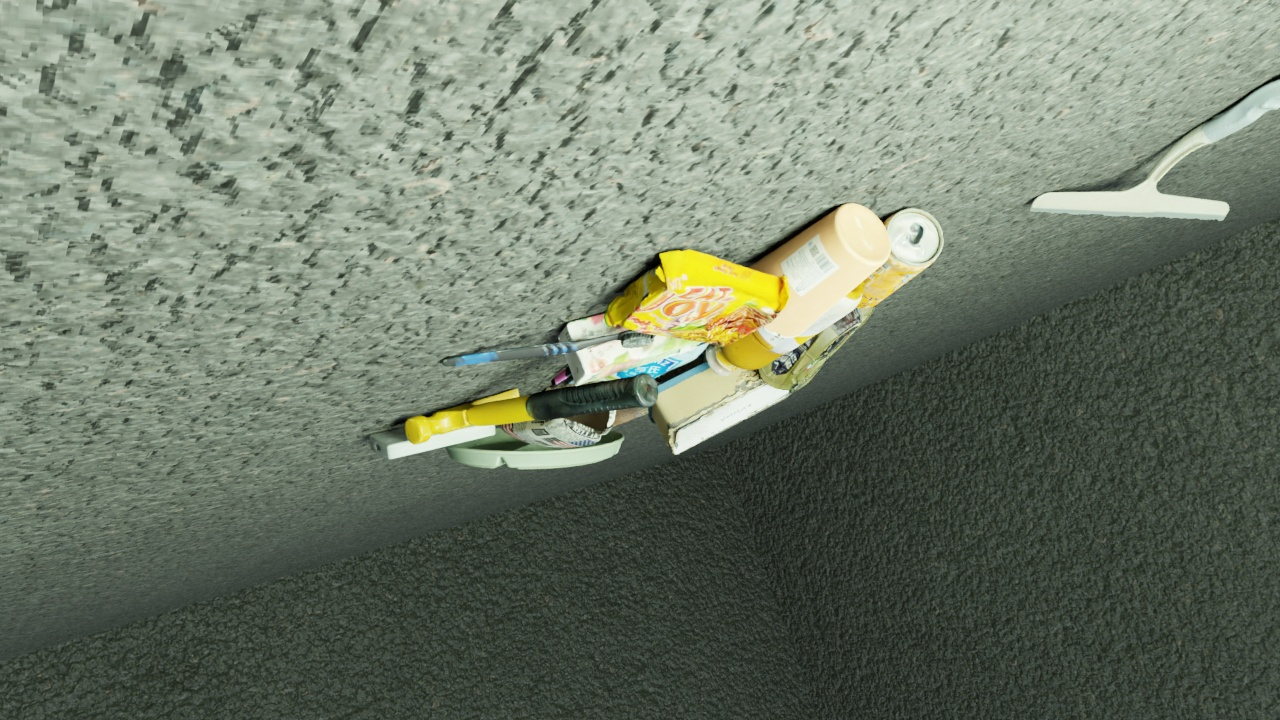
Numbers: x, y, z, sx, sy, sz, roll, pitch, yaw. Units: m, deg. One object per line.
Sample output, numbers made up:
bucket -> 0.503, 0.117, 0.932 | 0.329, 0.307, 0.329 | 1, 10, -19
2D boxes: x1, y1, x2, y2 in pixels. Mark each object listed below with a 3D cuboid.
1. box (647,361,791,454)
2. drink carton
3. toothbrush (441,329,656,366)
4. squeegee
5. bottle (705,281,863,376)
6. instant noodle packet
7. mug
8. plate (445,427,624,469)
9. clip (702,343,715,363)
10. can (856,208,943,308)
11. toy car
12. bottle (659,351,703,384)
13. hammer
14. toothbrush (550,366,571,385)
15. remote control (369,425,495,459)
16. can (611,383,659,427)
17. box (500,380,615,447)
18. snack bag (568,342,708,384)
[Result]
box -> 0.090, 0.040, 1.057 | 0.184, 0.062, 0.090 | -24, 156, -12
drink carton -> -0.009, -0.021, 0.850 | 0.122, 0.053, 0.046 | -17, 170, -20
toothbrush -> -0.080, -0.009, 0.802 | 0.189, 0.016, 0.014 | -7, 132, -1
squeegee -> 0.565, -0.219, 0.916 | 0.246, 0.039, 0.247 | 1, 160, -11
bottle -> 0.139, -0.041, 0.934 | 0.067, 0.068, 0.190 | -10, 161, -44
instant noodle packet -> 0.048, -0.048, 0.767 | 0.128, 0.044, 0.111 | 10, 153, -29
mug -> 0.152, -0.080, 0.792 | 0.078, 0.078, 0.123 | -13, 163, -35
plate -> -0.135, 0.109, 1.170 | 0.230, 0.027, 0.230 | -1, -177, 0
clip -> 0.081, -0.026, 1.046 | 0.034, 0.072, 0.100 | -18, 165, -16
can -> 0.239, -0.097, 0.897 | 0.058, 0.058, 0.146 | -18, 171, -10
toy car -> 0.188, -0.035, 0.991 | 0.158, 0.070, 0.042 | -50, -179, 13
bottle -> 0.087, 0.013, 1.198 | 0.065, 0.065, 0.218 | -23, 171, 21
hammer -> -0.104, 0.046, 0.926 | 0.302, 0.033, 0.128 | -10, -175, 42
toothbrush -> -0.060, -0.002, 0.979 | 0.017, 0.014, 0.190 | -2, 163, -30
remote control -> -0.233, 0.085, 1.039 | 0.134, 0.019, 0.056 | -12, -164, -37
can -> -0.003, 0.044, 1.212 | 0.116, 0.058, 0.058 | -22, 170, 15
box -> -0.096, 0.063, 1.042 | 0.086, 0.075, 0.162 | -2, 178, -37
snack bag -> -0.006, 0.006, 1.036 | 0.110, 0.038, 0.191 | 9, 161, -19
